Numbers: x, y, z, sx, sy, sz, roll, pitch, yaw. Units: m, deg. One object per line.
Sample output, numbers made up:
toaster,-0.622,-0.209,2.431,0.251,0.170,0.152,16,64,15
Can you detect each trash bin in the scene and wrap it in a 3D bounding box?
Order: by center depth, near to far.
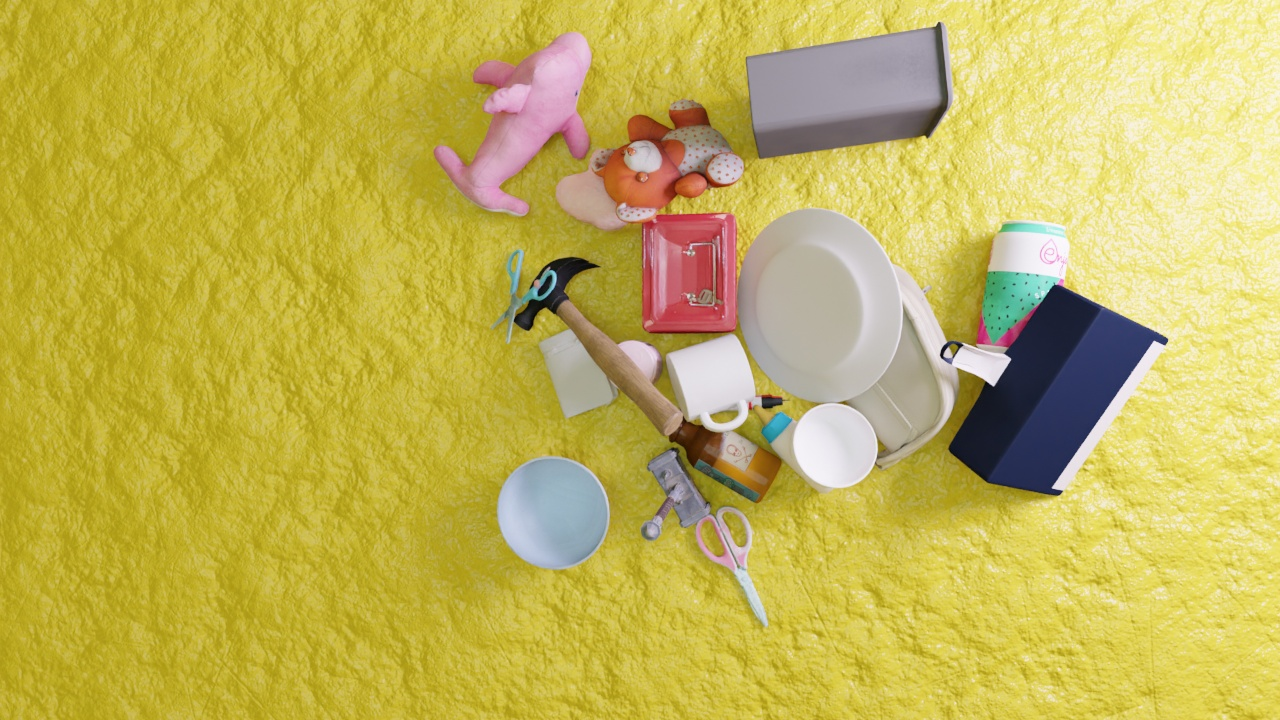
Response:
trash bin,0.246,-0.317,1.108,0.220,0.191,0.097,-6,91,10

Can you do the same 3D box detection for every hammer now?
hammer,0.032,0.171,1.086,0.044,0.321,0.098,-31,87,8
hammer,-0.045,-0.018,1.164,0.132,0.040,0.305,-54,54,14

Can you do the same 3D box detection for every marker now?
marker,0.125,0.057,1.221,0.146,0.019,0.019,-4,91,9

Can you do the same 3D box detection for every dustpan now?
dustpan,0.463,0.030,1.085,0.080,0.272,0.237,47,116,48

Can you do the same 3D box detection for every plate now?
plate,0.210,-0.065,1.132,0.243,0.016,0.243,15,111,43

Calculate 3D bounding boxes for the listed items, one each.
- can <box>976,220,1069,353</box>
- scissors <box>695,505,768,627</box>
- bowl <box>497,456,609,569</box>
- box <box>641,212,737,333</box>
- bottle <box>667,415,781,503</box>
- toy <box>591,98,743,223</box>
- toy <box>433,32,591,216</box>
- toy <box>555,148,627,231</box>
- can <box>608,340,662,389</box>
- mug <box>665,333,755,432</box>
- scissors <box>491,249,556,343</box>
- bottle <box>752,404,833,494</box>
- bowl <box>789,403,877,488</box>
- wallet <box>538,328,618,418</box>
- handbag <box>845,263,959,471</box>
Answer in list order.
can,0.471,-0.084,1.130,0.088,0.088,0.166,8,93,8
scissors,0.135,0.280,1.230,0.077,0.017,0.174,-26,87,7
bowl,-0.109,0.199,1.234,0.151,0.074,0.150,0,91,9
box,0.066,-0.111,1.192,0.129,0.086,0.158,1,91,10
bottle,0.102,0.121,1.203,0.157,0.067,0.068,30,95,7
toy,0.031,-0.253,1.172,0.172,0.093,0.163,-24,61,-8
toy,-0.161,-0.321,1.202,0.186,0.127,0.266,37,102,2
toy,-0.052,-0.229,1.227,0.108,0.053,0.105,29,85,7
can,-0.007,0.007,1.211,0.067,0.076,0.067,0,91,9
mug,0.094,0.035,1.174,0.090,0.091,0.121,-18,64,-5
scissors,-0.168,-0.097,1.247,0.136,0.015,0.125,-37,58,24
bottle,0.202,0.109,1.195,0.146,0.051,0.051,43,97,5
bowl,0.236,0.107,1.143,0.105,0.054,0.105,0,82,-3
wallet,-0.084,0.013,1.249,0.086,0.032,0.116,-17,91,19
handbag,0.312,-0.001,1.171,0.185,0.131,0.229,-42,82,32
